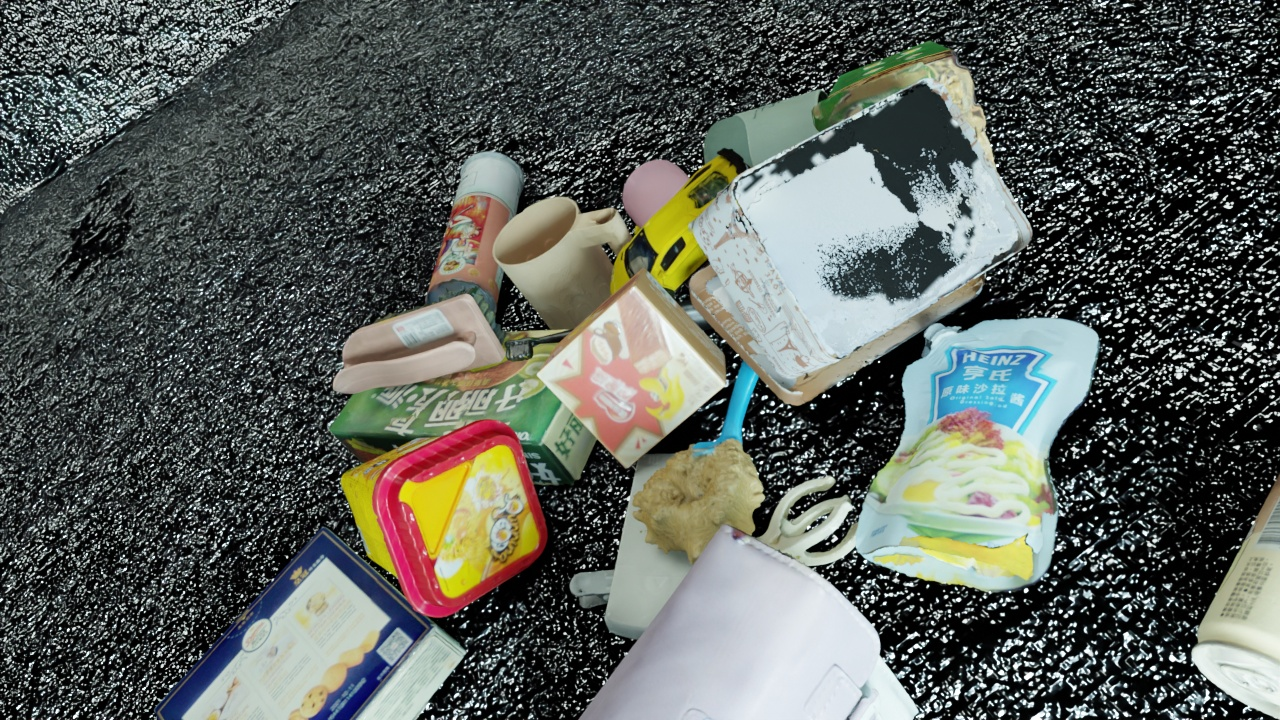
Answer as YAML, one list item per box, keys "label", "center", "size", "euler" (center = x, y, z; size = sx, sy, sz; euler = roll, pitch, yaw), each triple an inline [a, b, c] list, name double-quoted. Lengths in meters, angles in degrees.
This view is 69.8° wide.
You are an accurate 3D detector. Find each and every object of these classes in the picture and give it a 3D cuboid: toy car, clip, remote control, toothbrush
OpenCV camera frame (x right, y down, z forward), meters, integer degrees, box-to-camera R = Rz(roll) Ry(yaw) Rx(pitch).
- label: "toy car"
  center: [0.030, -0.093, 0.708]
  size: [0.156, 0.041, 0.071]
  euler: [-43, 43, 20]
- label: "clip"
  center: [0.086, 0.108, 0.572]
  size: [0.104, 0.034, 0.076]
  euler: [-31, 41, 18]
- label: "remote control"
  center: [0.015, 0.120, 0.606]
  size: [0.056, 0.019, 0.134]
  euler: [0, 47, 13]
- label: "toothbrush"
  center: [0.000, -0.026, 0.696]
  size: [0.213, 0.026, 0.027]
  euler: [-10, 62, 5]
- label: "clip"
  center: [-0.017, 0.151, 0.612]
  size: [0.056, 0.028, 0.024]
  euler: [-14, 45, 9]

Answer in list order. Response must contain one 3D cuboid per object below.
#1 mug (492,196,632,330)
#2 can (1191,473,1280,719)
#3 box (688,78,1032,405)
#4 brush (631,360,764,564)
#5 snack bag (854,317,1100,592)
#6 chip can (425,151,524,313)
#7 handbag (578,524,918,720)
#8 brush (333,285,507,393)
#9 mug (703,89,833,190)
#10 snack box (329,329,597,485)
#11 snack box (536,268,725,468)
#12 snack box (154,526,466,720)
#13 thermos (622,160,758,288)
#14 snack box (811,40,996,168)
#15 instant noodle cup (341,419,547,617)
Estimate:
- label: "mug"
  center: [-0.050, -0.079, 0.796]
  size: [0.125, 0.103, 0.084]
  euler: [-6, 47, 30]
- label: "can"
  center: [0.300, 0.098, 0.409]
  size: [0.058, 0.058, 0.116]
  euler: [21, 64, 45]
- label: "box"
  center: [0.138, -0.070, 0.632]
  size: [0.181, 0.148, 0.158]
  euler: [-29, -1, -17]
- label: "brush"
  center: [0.066, 0.036, 0.632]
  size: [0.083, 0.046, 0.253]
  euler: [-7, 36, 33]
- label: "snack bag"
  center: [0.203, 0.044, 0.550]
  size: [0.110, 0.039, 0.190]
  euler: [-3, 46, 39]
- label: "chip can"
  center: [-0.169, -0.128, 0.955]
  size: [0.071, 0.071, 0.214]
  euler: [-18, 43, 19]
- label: "handbag"
  center: [0.031, 0.197, 0.429]
  size: [0.196, 0.145, 0.098]
  euler: [-49, 39, -16]
- label: "brush"
  center: [-0.186, -0.009, 0.750]
  size: [0.146, 0.063, 0.072]
  euler: [-14, 32, 23]
- label: "mug"
  center: [0.121, -0.186, 0.813]
  size: [0.106, 0.082, 0.111]
  euler: [-11, 14, 27]
- label: "snack box"
  center: [-0.139, 0.037, 0.772]
  size: [0.241, 0.063, 0.114]
  euler: [0, 49, 33]
- label: "snack box"
  center: [-0.004, 0.004, 0.651]
  size: [0.094, 0.093, 0.077]
  euler: [-41, 8, 13]
- label: "snack box"
  center: [-0.242, 0.232, 0.660]
  size: [0.183, 0.046, 0.177]
  euler: [21, 64, 45]
- label: "thermos"
  center: [0.049, -0.115, 0.782]
  size: [0.067, 0.087, 0.198]
  euler: [3, 30, -24]
- label: "snack box"
  center: [0.208, -0.189, 0.736]
  size: [0.118, 0.118, 0.105]
  euler: [-17, 30, 19]
- label: "instant noodle cup"
  center: [-0.148, 0.107, 0.664]
  size: [0.116, 0.116, 0.124]
  euler: [-26, 17, -37]
